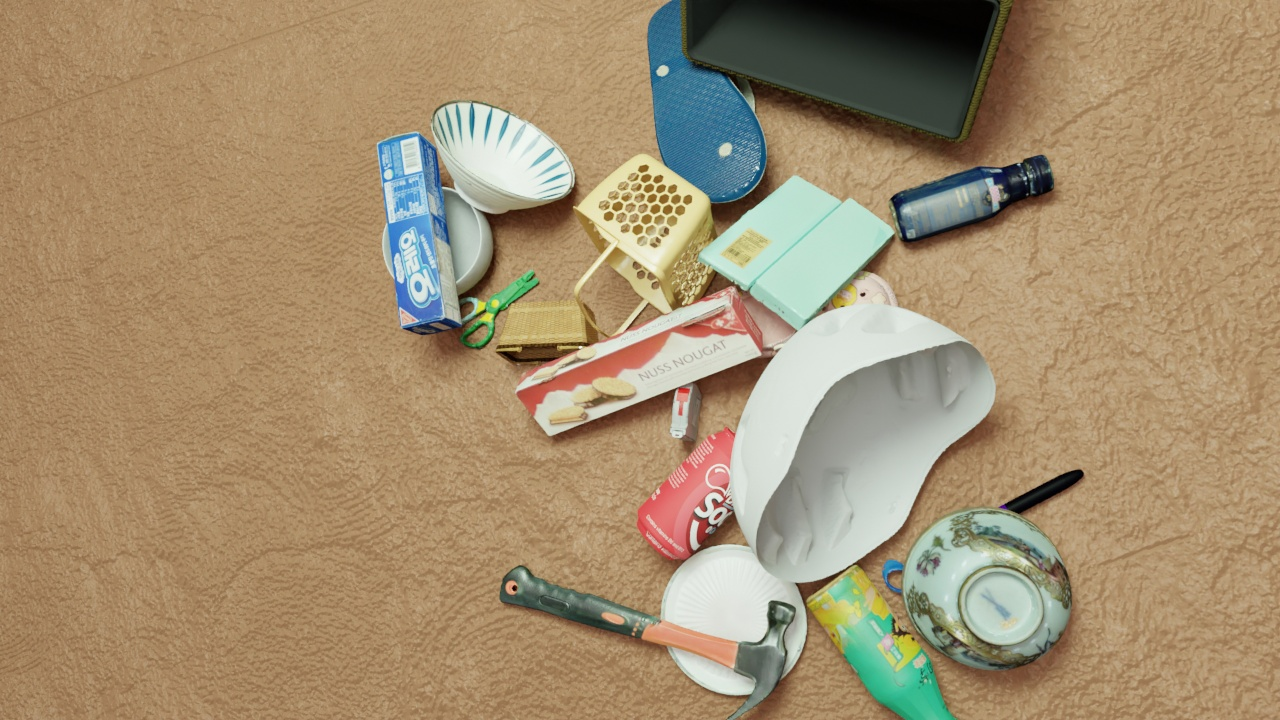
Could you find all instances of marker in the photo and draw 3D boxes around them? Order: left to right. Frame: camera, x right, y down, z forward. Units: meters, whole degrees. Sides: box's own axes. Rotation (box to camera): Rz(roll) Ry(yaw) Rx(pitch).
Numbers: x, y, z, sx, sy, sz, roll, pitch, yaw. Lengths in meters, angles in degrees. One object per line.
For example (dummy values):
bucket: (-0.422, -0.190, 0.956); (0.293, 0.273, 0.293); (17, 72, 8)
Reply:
marker: (0.383, 0.145, 0.921); (0.134, 0.015, 0.018); (-31, 56, 10)

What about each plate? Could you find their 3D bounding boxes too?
plate: (0.099, 0.277, 0.984); (0.157, 0.014, 0.157); (-2, 81, 15)

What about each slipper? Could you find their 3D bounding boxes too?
slipper: (0.071, -0.293, 1.053); (0.118, 0.060, 0.294); (-20, 64, 17)
slipper: (0.172, -0.052, 0.977); (0.197, 0.081, 0.093); (-5, 80, 17)

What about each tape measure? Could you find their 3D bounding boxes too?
tape measure: (0.052, 0.057, 1.005); (0.020, 0.060, 0.062); (5, 80, 16)

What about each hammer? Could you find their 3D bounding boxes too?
hammer: (-0.007, 0.285, 0.993); (0.334, 0.033, 0.133); (12, 87, 22)

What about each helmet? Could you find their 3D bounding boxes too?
helmet: (0.197, 0.083, 0.883); (0.184, 0.224, 0.282); (21, 90, 53)

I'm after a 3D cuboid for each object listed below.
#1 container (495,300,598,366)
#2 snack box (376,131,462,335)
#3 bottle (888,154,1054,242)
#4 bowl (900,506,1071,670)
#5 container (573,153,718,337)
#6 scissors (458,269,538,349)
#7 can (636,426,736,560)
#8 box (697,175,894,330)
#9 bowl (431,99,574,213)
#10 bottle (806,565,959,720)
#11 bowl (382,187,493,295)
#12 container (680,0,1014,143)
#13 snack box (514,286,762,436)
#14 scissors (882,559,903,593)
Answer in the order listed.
container: (-0.104, -0.032, 1.063); (0.114, 0.063, 0.061); (-2, 74, 15)
snack box: (-0.254, -0.145, 1.052); (0.059, 0.059, 0.226); (-13, 79, 10)
bottle: (0.343, -0.171, 0.956); (0.161, 0.056, 0.056); (-17, 78, 13)
bowl: (0.335, 0.224, 0.873); (0.160, 0.094, 0.160); (0, 88, 11)
container: (-0.004, -0.106, 0.980); (0.129, 0.183, 0.167); (38, 86, 17)
scissors: (-0.178, -0.073, 1.114); (0.130, 0.014, 0.070); (-42, 74, 8)
can: (0.064, 0.143, 0.981); (0.142, 0.074, 0.074); (-47, 73, 5)
box: (0.166, -0.122, 0.964); (0.136, 0.033, 0.186); (38, 56, 13)
bowl: (-0.172, -0.222, 1.076); (0.177, 0.176, 0.071); (48, 127, 16)
bottle: (0.253, 0.307, 0.908); (0.068, 0.068, 0.209); (-38, 74, 7)
bowl: (-0.238, -0.137, 1.111); (0.132, 0.064, 0.131); (-2, 82, 15)
container: (0.229, -0.397, 0.943); (0.321, 0.177, 0.204); (23, 62, 17)
snack box: (-0.006, 0.006, 0.989); (0.274, 0.044, 0.076); (-21, 121, 24)
scissors: (0.304, 0.240, 0.935); (0.104, 0.015, 0.133); (-25, 81, 8)
